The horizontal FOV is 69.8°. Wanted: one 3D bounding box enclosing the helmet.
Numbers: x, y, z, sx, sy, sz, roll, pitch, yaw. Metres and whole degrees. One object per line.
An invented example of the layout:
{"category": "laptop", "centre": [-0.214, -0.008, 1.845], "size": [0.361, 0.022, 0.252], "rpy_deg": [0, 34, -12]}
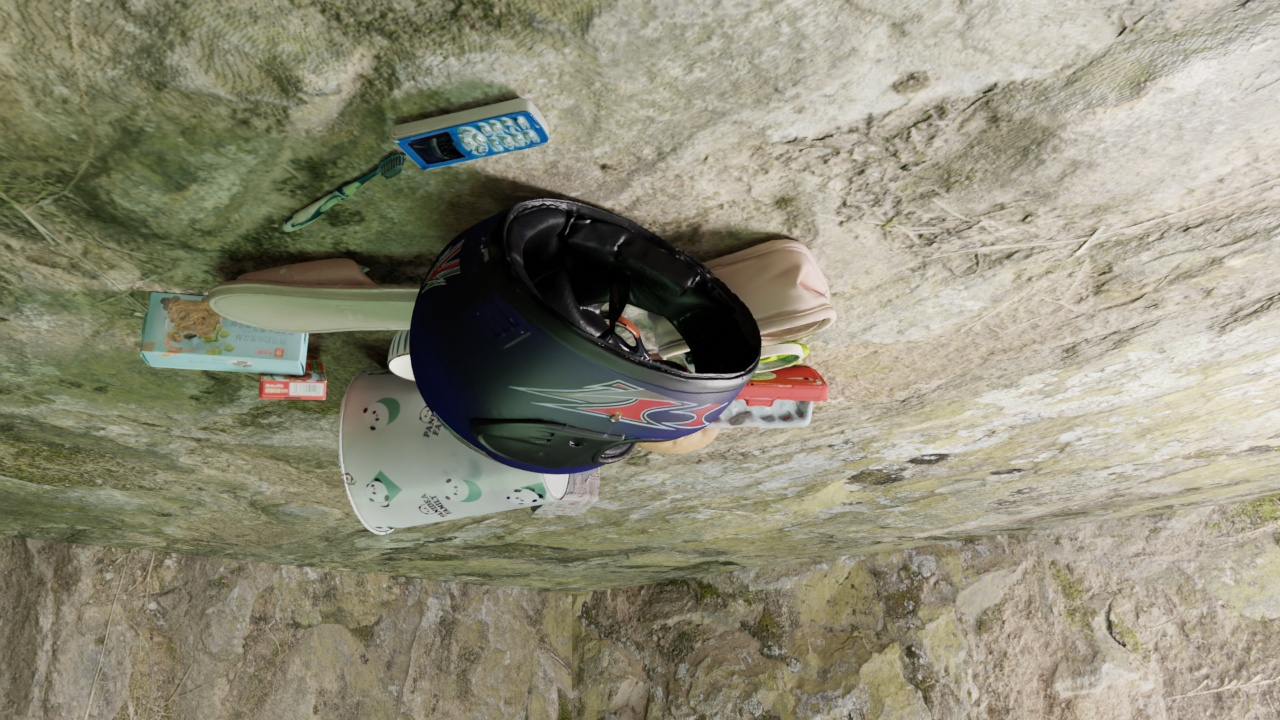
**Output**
{"category": "helmet", "centre": [-0.070, -0.003, 0.903], "size": [0.315, 0.246, 0.241], "rpy_deg": [21, 134, -23]}

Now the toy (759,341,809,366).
{"category": "toy", "centre": [0.171, -0.005, 1.234], "size": [0.100, 0.031, 0.097], "rpy_deg": [-2, 160, -11]}

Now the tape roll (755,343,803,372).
{"category": "tape roll", "centre": [0.163, -0.002, 1.167], "size": [0.086, 0.014, 0.086], "rpy_deg": [-9, 166, -2]}

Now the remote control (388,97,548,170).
{"category": "remote control", "centre": [-0.139, -0.185, 0.749], "size": [0.125, 0.024, 0.049], "rpy_deg": [-9, 158, 15]}

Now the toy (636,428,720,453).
{"category": "toy", "centre": [0.028, 0.082, 1.396], "size": [0.144, 0.082, 0.226], "rpy_deg": [-16, 151, 19]}

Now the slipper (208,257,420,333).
{"category": "slipper", "centre": [-0.329, -0.071, 0.995], "size": [0.274, 0.054, 0.114], "rpy_deg": [1, 159, 2]}

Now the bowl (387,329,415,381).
{"category": "bowl", "centre": [-0.247, -0.019, 1.118], "size": [0.116, 0.066, 0.116], "rpy_deg": [-1, 160, 0]}

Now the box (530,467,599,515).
{"category": "box", "centre": [-0.162, 0.135, 1.367], "size": [0.184, 0.182, 0.155], "rpy_deg": [5, 158, -16]}

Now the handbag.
{"category": "handbag", "centre": [0.136, -0.053, 1.060], "size": [0.194, 0.093, 0.234], "rpy_deg": [-13, 167, 27]}

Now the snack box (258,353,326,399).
{"category": "snack box", "centre": [-0.436, 0.018, 1.147], "size": [0.075, 0.025, 0.153], "rpy_deg": [3, -168, -23]}

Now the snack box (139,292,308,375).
{"category": "snack box", "centre": [-0.477, -0.030, 1.065], "size": [0.174, 0.074, 0.052], "rpy_deg": [4, 158, -14]}

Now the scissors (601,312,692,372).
{"category": "scissors", "centre": [-0.008, 0.001, 1.181], "size": [0.189, 0.015, 0.226], "rpy_deg": [-12, 138, 22]}

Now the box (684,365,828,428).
{"category": "box", "centre": [0.156, 0.061, 1.301], "size": [0.201, 0.102, 0.095], "rpy_deg": [1, -157, -9]}

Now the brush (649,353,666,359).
{"category": "brush", "centre": [-0.037, 0.018, 1.246], "size": [0.145, 0.063, 0.073], "rpy_deg": [0, 129, -6]}

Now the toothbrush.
{"category": "toothbrush", "centre": [-0.276, -0.149, 0.844], "size": [0.192, 0.018, 0.016], "rpy_deg": [-18, 154, 37]}

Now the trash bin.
{"category": "trash bin", "centre": [-0.236, 0.108, 1.229], "size": [0.252, 0.229, 0.230], "rpy_deg": [-6, 159, 9]}

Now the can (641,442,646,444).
{"category": "can", "centre": [-0.036, 0.068, 1.304], "size": [0.111, 0.075, 0.075], "rpy_deg": [15, 163, 16]}

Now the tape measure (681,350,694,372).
{"category": "tape measure", "centre": [0.081, -0.015, 1.152], "size": [0.065, 0.066, 0.034], "rpy_deg": [16, 155, -38]}
